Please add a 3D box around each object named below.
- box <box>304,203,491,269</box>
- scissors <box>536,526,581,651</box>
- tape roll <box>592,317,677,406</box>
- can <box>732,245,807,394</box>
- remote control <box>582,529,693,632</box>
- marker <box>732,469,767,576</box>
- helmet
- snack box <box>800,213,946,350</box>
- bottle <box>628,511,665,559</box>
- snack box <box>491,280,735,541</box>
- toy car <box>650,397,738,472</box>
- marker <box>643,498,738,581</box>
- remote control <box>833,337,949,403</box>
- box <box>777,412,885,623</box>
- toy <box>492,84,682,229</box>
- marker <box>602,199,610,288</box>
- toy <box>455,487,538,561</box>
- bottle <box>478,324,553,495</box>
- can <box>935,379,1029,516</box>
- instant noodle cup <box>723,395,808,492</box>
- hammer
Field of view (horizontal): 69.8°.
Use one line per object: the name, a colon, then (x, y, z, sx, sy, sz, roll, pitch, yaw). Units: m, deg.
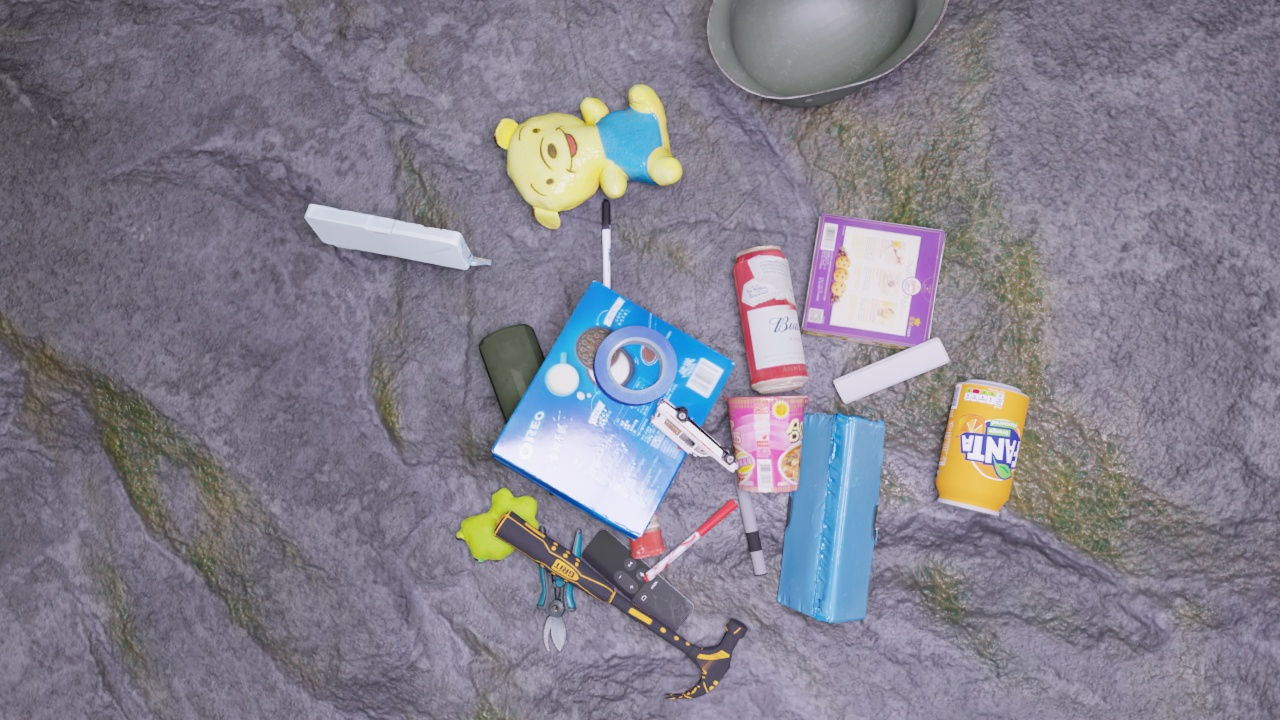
box: (-0.295, -0.144, 1.126, 0.197, 0.136, 0.049, 12, 86, 9)
scissors: (-0.098, 0.268, 1.111, 0.153, 0.019, 0.128, -46, 76, 5)
tape roll: (-0.006, 0.006, 1.038, 0.093, 0.016, 0.091, 27, 76, -4)
can: (0.153, -0.047, 1.088, 0.067, 0.067, 0.170, -9, 82, 7)
remote control: (-0.004, 0.265, 1.103, 0.146, 0.008, 0.045, 39, 90, 10)
marker: (0.128, 0.185, 1.090, 0.016, 0.016, 0.140, -12, 82, 6)
helmet: (0.206, -0.392, 1.075, 0.268, 0.154, 0.227, -27, 82, -1)
snack box: (0.274, -0.092, 1.089, 0.148, 0.040, 0.143, 10, 85, 9)
bottle: (0.000, 0.180, 1.096, 0.044, 0.044, 0.109, -12, 81, 6)
snack box: (-0.031, 0.057, 1.063, 0.195, 0.056, 0.238, 31, 76, -3)
toy car: (0.059, 0.088, 1.028, 0.113, 0.039, 0.039, 42, 95, -3)
marker: (0.059, 0.215, 1.093, 0.142, 0.013, 0.013, -40, 80, -2)
remote control: (0.290, 0.013, 1.066, 0.131, 0.012, 0.033, -25, 107, 21)
box: (0.210, 0.176, 1.060, 0.102, 0.094, 0.231, 3, 85, 41)
toy: (-0.063, -0.251, 1.134, 0.214, 0.084, 0.149, -15, 74, 7)
marker: (-0.043, -0.129, 1.153, 0.011, 0.011, 0.152, -1, 84, 8)
toy: (-0.173, 0.203, 1.122, 0.094, 0.036, 0.093, 15, 81, 3)
bottle: (-0.130, 0.061, 1.113, 0.071, 0.071, 0.206, -22, 81, 5)
can: (0.383, 0.097, 1.032, 0.079, 0.079, 0.142, 13, 85, 9)
instant noodle cup: (0.146, 0.095, 1.062, 0.098, 0.097, 0.108, -1, 89, 8)
hammer: (-0.037, 0.279, 1.078, 0.320, 0.036, 0.123, 33, 96, 3)
